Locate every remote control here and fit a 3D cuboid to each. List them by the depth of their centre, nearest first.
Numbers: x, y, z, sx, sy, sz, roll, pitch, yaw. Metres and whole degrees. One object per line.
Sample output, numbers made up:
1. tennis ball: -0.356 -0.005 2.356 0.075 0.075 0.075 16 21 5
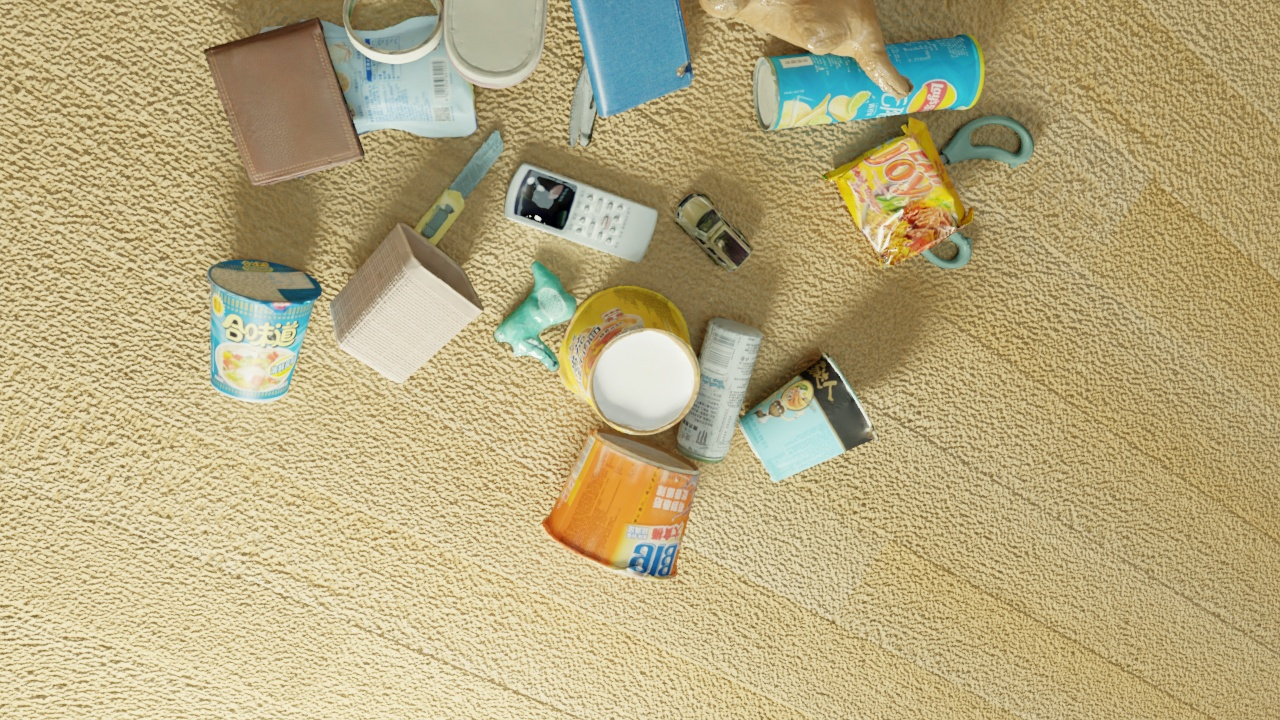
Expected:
1. remote control: -0.058 -0.145 0.901 0.150 0.021 0.058 16 104 -16

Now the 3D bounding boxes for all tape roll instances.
1. tape roll: -0.215 -0.299 0.801 0.086 0.014 0.085 2 74 -7

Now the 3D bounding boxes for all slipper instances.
1. slipper: -0.127 -0.366 0.783 0.114 0.054 0.274 -2 88 -10

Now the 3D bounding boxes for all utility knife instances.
1. utility knife: -0.202 -0.131 0.884 0.031 0.022 0.219 37 93 -29

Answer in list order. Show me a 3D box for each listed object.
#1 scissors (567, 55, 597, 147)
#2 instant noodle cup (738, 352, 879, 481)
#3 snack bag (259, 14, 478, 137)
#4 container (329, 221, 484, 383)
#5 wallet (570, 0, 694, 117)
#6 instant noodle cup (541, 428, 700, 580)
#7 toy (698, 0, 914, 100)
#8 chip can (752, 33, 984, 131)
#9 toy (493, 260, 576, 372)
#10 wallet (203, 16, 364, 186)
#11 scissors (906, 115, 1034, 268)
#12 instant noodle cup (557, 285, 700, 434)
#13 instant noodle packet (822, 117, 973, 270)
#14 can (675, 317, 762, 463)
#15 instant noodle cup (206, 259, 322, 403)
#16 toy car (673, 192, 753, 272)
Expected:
1. scissors: -0.022 -0.305 0.852 0.192 0.015 0.207 -36 135 -16
2. instant noodle cup: 0.173 0.068 0.976 0.120 0.111 0.111 -31 111 6
3. snack bag: -0.245 -0.250 0.823 0.191 0.038 0.110 -5 111 -6
4. container: -0.223 -0.051 0.856 0.111 0.090 0.090 -43 132 8
5. wallet: -0.006 -0.300 0.830 0.106 0.040 0.133 -26 132 -12
6. instant noodle cup: -0.013 0.142 0.941 0.151 0.151 0.111 19 94 -16
7. toy: 0.157 -0.319 0.828 0.226 0.083 0.143 25 58 -2
8. chip can: 0.219 -0.269 0.890 0.210 0.071 0.071 -9 109 -8
9. toy: -0.102 -0.038 0.921 0.092 0.030 0.096 -42 96 7
10. wallet: -0.305 -0.222 0.794 0.101 0.032 0.124 -16 106 -3
11. scissors: 0.344 -0.192 0.967 0.180 0.019 0.170 -30 110 1
12. instant noodle cup: -0.005 0.005 0.913 0.138 0.109 0.138 -3 109 -10
13. instant noodle packet: 0.263 -0.167 0.931 0.111 0.044 0.128 -28 111 24
14. can: 0.081 0.031 0.965 0.058 0.058 0.147 11 105 -14
15. instant noodle cup: -0.355 -0.024 0.848 0.099 0.099 0.110 13 112 -15
16. toy car: 0.074 -0.130 0.925 0.090 0.035 0.042 43 94 -18
